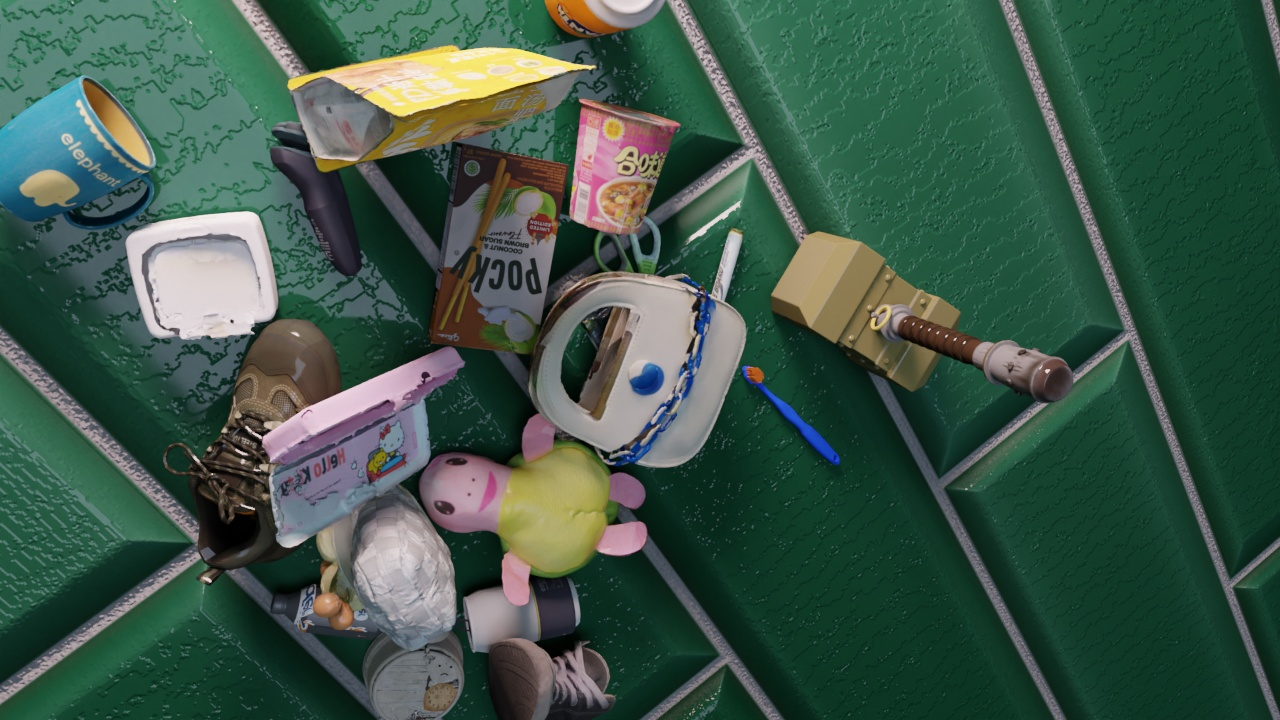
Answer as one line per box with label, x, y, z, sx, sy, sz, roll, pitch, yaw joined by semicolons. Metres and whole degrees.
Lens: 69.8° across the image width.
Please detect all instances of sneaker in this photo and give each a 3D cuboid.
sneaker;-0.344;0.082;0.785;0.101;0.142;0.238;17;105;11
sneaker;-0.086;0.329;0.941;0.119;0.095;0.235;-18;147;-20

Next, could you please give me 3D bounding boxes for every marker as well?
marker;0.082;-0.068;0.974;0.017;0.017;0.146;11;101;-22

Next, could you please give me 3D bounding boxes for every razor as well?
razor;-0.282;-0.141;0.809;0.052;0.047;0.143;-32;119;-36

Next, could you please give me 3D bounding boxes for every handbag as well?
handbag;-0.005;0.005;0.894;0.199;0.093;0.201;12;104;-29
handbag;-0.239;0.195;0.848;0.123;0.171;0.112;-26;112;-12

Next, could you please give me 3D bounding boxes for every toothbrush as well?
toothbrush;0.175;0.064;1.044;0.182;0.018;0.016;43;63;-24

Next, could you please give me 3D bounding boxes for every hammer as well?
hammer;0.285;-0.022;0.889;0.190;0.325;0.101;29;94;-24

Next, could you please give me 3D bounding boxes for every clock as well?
clock;-0.228;0.309;0.945;0.103;0.061;0.157;7;104;-21

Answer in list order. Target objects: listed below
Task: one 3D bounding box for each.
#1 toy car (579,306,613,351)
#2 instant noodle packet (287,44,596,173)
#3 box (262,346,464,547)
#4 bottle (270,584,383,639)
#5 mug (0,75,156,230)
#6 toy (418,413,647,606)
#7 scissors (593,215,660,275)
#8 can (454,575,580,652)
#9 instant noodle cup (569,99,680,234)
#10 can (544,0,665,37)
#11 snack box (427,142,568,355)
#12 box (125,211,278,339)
toy car;-0.031;-0.028;0.935;0.048;0.033;0.105;-38;127;-14
instant noodle packet;-0.157;-0.203;0.719;0.162;0.222;0.084;-23;113;-31
box;-0.246;0.062;0.812;0.073;0.201;0.150;36;118;12
bottle;-0.306;0.248;0.908;0.112;0.047;0.047;15;100;-23
mug;-0.449;-0.152;0.731;0.104;0.084;0.112;-31;142;-3
toy;-0.104;0.148;0.928;0.238;0.088;0.190;9;85;-21
scissors;-0.001;-0.062;0.949;0.078;0.033;0.176;-22;108;-16
can;-0.131;0.267;0.966;0.127;0.064;0.064;-8;108;-17
instant noodle cup;-0.022;-0.181;0.867;0.097;0.097;0.109;7;111;-22
can;-0.034;-0.322;0.789;0.079;0.142;0.079;-5;107;-19
snack box;-0.137;-0.104;0.876;0.101;0.031;0.186;7;103;-21
box;-0.371;-0.068;0.780;0.107;0.076;0.102;-10;107;-15
